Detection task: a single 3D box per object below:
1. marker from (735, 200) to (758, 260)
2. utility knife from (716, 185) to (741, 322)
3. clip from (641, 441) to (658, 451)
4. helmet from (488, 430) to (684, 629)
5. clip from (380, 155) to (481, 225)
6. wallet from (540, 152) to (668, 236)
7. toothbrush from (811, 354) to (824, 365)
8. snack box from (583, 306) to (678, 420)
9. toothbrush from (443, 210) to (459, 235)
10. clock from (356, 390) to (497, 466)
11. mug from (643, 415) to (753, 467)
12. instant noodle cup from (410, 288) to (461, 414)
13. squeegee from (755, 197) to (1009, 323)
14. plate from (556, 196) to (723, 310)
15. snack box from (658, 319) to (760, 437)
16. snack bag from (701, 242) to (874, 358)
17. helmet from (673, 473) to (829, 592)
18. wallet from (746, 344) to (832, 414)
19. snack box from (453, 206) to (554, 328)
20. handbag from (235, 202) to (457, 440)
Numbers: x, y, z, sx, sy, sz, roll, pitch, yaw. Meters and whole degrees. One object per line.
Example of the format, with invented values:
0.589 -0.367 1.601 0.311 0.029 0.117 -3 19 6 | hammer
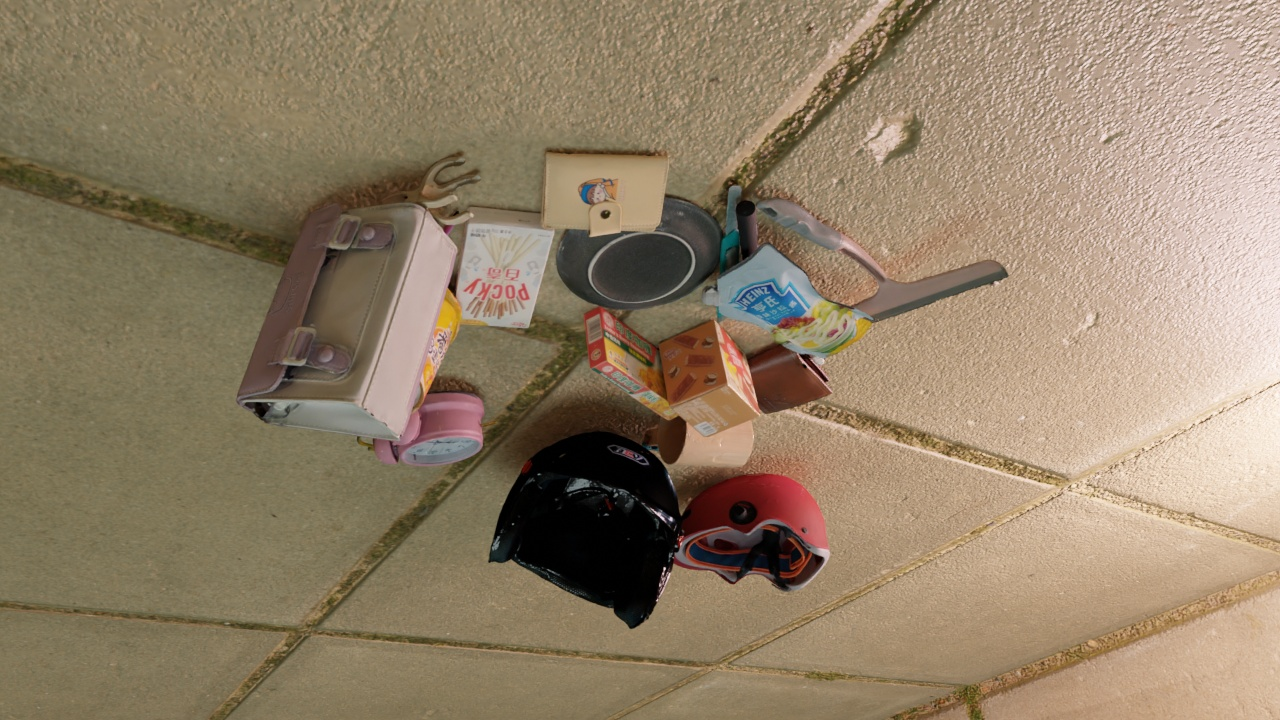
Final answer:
0.111 -0.119 0.952 0.022 0.020 0.132 -31 152 -7 | marker
0.095 -0.108 0.975 0.029 0.013 0.217 -32 150 -18 | utility knife
0.029 0.119 1.294 0.056 0.014 0.043 11 141 -29 | clip
-0.059 0.204 1.213 0.233 0.229 0.276 26 132 -5 | helmet
-0.192 -0.139 0.830 0.103 0.092 0.035 -29 142 9 | clip
-0.035 -0.155 0.866 0.115 0.024 0.087 -2 133 -12 | wallet
0.184 -0.040 1.096 0.016 0.016 0.180 -25 142 19 | toothbrush
-0.006 0.006 1.067 0.027 0.077 0.155 -27 141 25 | snack box
-0.221 -0.090 0.940 0.017 0.014 0.190 5 144 -36 | toothbrush
-0.264 0.086 1.116 0.158 0.059 0.117 3 153 -31 | clock
0.077 0.104 1.236 0.103 0.084 0.125 7 167 -24 | mug
-0.260 -0.015 0.929 0.138 0.109 0.138 3 137 3 | instant noodle cup
0.210 -0.118 0.971 0.249 0.040 0.248 27 149 -33 | squeegee
0.001 -0.102 0.960 0.179 0.024 0.180 -5 145 -4 | plate
0.082 0.023 1.095 0.077 0.094 0.092 -24 143 21 | snack box
0.161 -0.059 1.007 0.191 0.038 0.111 25 148 -34 | snack bag
0.166 0.248 1.402 0.240 0.143 0.207 5 145 5 | helmet
0.176 0.025 1.176 0.101 0.032 0.124 -23 142 24 | wallet
-0.144 -0.092 0.942 0.084 0.026 0.157 3 143 -16 | snack box
-0.262 -0.039 0.815 0.145 0.196 0.098 0 153 22 | handbag
